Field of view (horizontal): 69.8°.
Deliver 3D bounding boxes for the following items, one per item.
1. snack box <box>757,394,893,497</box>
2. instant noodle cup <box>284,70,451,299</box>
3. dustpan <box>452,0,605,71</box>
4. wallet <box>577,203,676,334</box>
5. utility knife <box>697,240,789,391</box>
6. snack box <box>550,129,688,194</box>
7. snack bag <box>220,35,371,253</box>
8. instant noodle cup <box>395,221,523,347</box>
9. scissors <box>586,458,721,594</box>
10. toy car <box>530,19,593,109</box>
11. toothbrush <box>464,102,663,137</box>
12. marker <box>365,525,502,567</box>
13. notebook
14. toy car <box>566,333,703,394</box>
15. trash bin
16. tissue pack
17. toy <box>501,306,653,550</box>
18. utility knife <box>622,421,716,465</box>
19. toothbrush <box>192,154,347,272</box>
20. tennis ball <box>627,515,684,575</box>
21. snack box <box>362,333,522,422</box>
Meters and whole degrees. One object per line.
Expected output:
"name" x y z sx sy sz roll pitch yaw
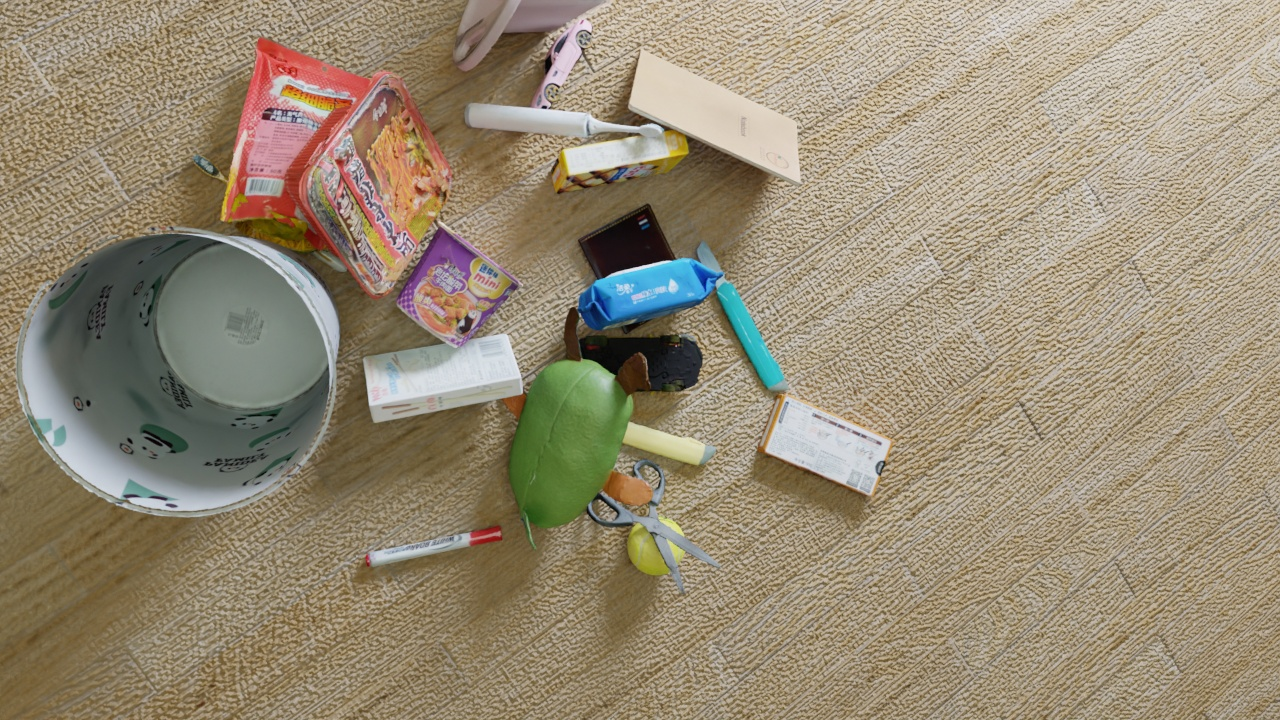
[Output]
"snack box" 0.222 0.102 1.099 0.153 0.026 0.075 23 84 -11
"instant noodle cup" -0.275 -0.178 0.921 0.079 0.165 0.188 9 55 23
"dustpan" -0.124 -0.437 0.935 0.138 0.223 0.273 -7 97 -26
"wallet" -0.004 -0.106 1.056 0.096 0.020 0.122 -28 97 -13
"utility knife" 0.119 -0.049 1.086 0.029 0.013 0.205 -30 98 -11
"snack box" -0.025 -0.221 1.019 0.140 0.087 0.033 -16 91 -14
"snack bag" -0.352 -0.222 0.947 0.128 0.073 0.207 14 74 -23
"instant noodle cup" -0.196 -0.074 0.967 0.111 0.111 0.099 36 88 -10
"scissors" 0.013 0.178 1.001 0.175 0.014 0.159 1 53 18
"toy car" -0.092 -0.326 1.022 0.037 0.056 0.122 30 82 -15
"toothbrush" -0.084 -0.256 0.988 0.221 0.026 0.027 8 123 13
"marker" -0.222 0.202 0.994 0.145 0.017 0.017 -9 90 -14
"notebook" 0.087 -0.278 1.040 0.207 0.008 0.147 22 41 -12
"toy car" -0.006 0.006 1.039 0.155 0.041 0.071 -3 89 -12
"trash bin" -0.377 -0.011 0.825 0.229 0.252 0.230 -2 101 -11
"tissue pack" 0.005 -0.073 0.999 0.157 0.095 0.052 -14 88 -15
"toy" -0.073 0.075 0.968 0.227 0.089 0.247 36 112 30
"utility knife" 0.008 0.088 1.053 0.165 0.018 0.031 19 80 -14
"toothbrush" -0.388 -0.154 0.964 0.191 0.018 0.016 38 82 -10
"tennis ball" 0.018 0.207 1.027 0.065 0.065 0.065 0 88 -14
"snack box" -0.209 0.016 0.970 0.156 0.084 0.027 -11 128 -13
